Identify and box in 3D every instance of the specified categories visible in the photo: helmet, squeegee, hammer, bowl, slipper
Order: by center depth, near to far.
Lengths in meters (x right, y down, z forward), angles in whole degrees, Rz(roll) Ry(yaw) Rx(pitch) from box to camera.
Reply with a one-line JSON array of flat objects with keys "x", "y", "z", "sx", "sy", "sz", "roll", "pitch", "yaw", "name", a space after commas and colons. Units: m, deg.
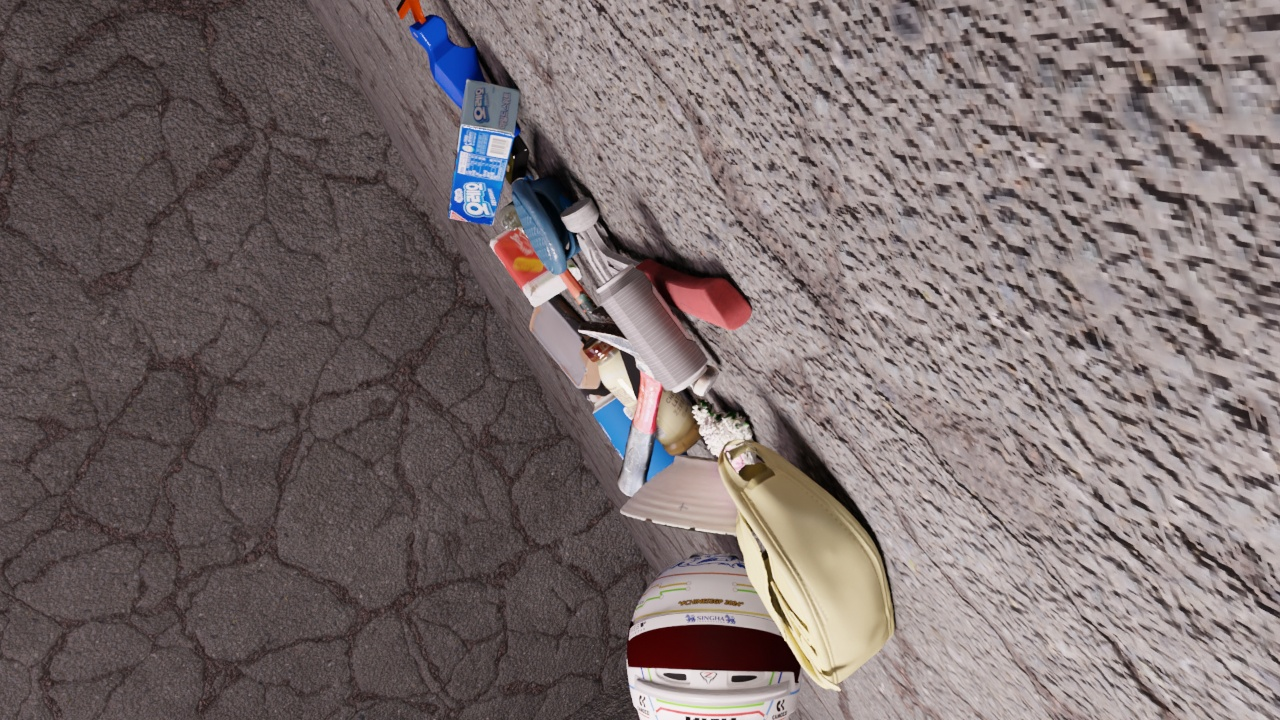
[{"x": 0.015, "y": -0.069, "z": 0.805, "sx": 0.126, "sy": 0.036, "sz": 0.316, "roll": 59, "pitch": 170, "yaw": -23, "name": "hammer"}, {"x": -0.004, "y": 0.063, "z": 0.973, "sx": 0.140, "sy": 0.036, "sz": 0.327, "roll": 33, "pitch": 151, "yaw": 14, "name": "hammer"}, {"x": -0.095, "y": -0.157, "z": 0.987, "sx": 0.104, "sy": 0.059, "sz": 0.213, "roll": 61, "pitch": -176, "yaw": -17, "name": "slipper"}, {"x": -0.197, "y": -0.315, "z": 0.991, "sx": 0.185, "sy": 0.055, "sz": 0.249, "roll": 49, "pitch": 171, "yaw": -22, "name": "squeegee"}, {"x": 0.070, "y": 0.142, "z": 0.995, "sx": 0.177, "sy": 0.177, "sz": 0.071, "roll": 169, "pitch": 109, "yaw": -80, "name": "bowl"}, {"x": -0.060, "y": -0.060, "z": 1.137, "sx": 0.333, "sy": 0.033, "sz": 0.133, "roll": 55, "pitch": -172, "yaw": -13, "name": "hammer"}, {"x": 0.098, "y": 0.374, "z": 1.213, "sx": 0.315, "sy": 0.231, "sz": 0.235, "roll": 67, "pitch": -157, "yaw": -71, "name": "helmet"}]

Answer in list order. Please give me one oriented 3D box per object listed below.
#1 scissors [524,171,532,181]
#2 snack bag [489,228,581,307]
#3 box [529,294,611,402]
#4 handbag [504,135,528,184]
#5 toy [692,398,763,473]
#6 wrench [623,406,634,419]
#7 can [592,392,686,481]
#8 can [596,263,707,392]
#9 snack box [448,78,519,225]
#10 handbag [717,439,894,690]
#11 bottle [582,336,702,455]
[{"x": -0.163, "y": -0.259, "z": 1.140, "sx": 0.132, "sy": 0.019, "sz": 0.105, "roll": 45, "pitch": 167, "yaw": 40, "name": "scissors"}, {"x": -0.141, "y": -0.135, "z": 1.220, "sx": 0.116, "sy": 0.077, "sz": 0.036, "roll": 53, "pitch": 172, "yaw": 25, "name": "snack bag"}, {"x": -0.095, "y": -0.023, "z": 1.465, "sx": 0.216, "sy": 0.096, "sz": 0.105, "roll": 47, "pitch": 132, "yaw": 49, "name": "box"}, {"x": -0.193, "y": -0.296, "z": 1.088, "sx": 0.178, "sy": 0.027, "sz": 0.084, "roll": 56, "pitch": 162, "yaw": 8, "name": "handbag"}, {"x": 0.095, "y": 0.091, "z": 0.905, "sx": 0.109, "sy": 0.041, "sz": 0.096, "roll": 54, "pitch": 170, "yaw": -18, "name": "toy"}, {"x": -0.006, "y": 0.006, "z": 1.073, "sx": 0.047, "sy": 0.009, "sz": 0.274, "roll": 33, "pitch": 155, "yaw": 17, "name": "wrench"}, {"x": 0.000, "y": 0.106, "z": 1.287, "sx": 0.146, "sy": 0.079, "sz": 0.079, "roll": 57, "pitch": 171, "yaw": 2, "name": "can"}, {"x": 0.010, "y": -0.026, "z": 0.757, "sx": 0.106, "sy": 0.044, "sz": 0.044, "roll": 53, "pitch": 171, "yaw": -7, "name": "can"}, {"x": -0.175, "y": -0.221, "z": 1.008, "sx": 0.227, "sy": 0.059, "sz": 0.059, "roll": 131, "pitch": 144, "yaw": -69, "name": "snack box"}, {"x": 0.136, "y": 0.182, "z": 0.801, "sx": 0.191, "sy": 0.088, "sz": 0.233, "roll": 46, "pitch": 167, "yaw": 29, "name": "handbag"}, {"x": 0.003, "y": 0.032, "z": 1.020, "sx": 0.162, "sy": 0.056, "sz": 0.056, "roll": 48, "pitch": 173, "yaw": -15, "name": "bottle"}]
